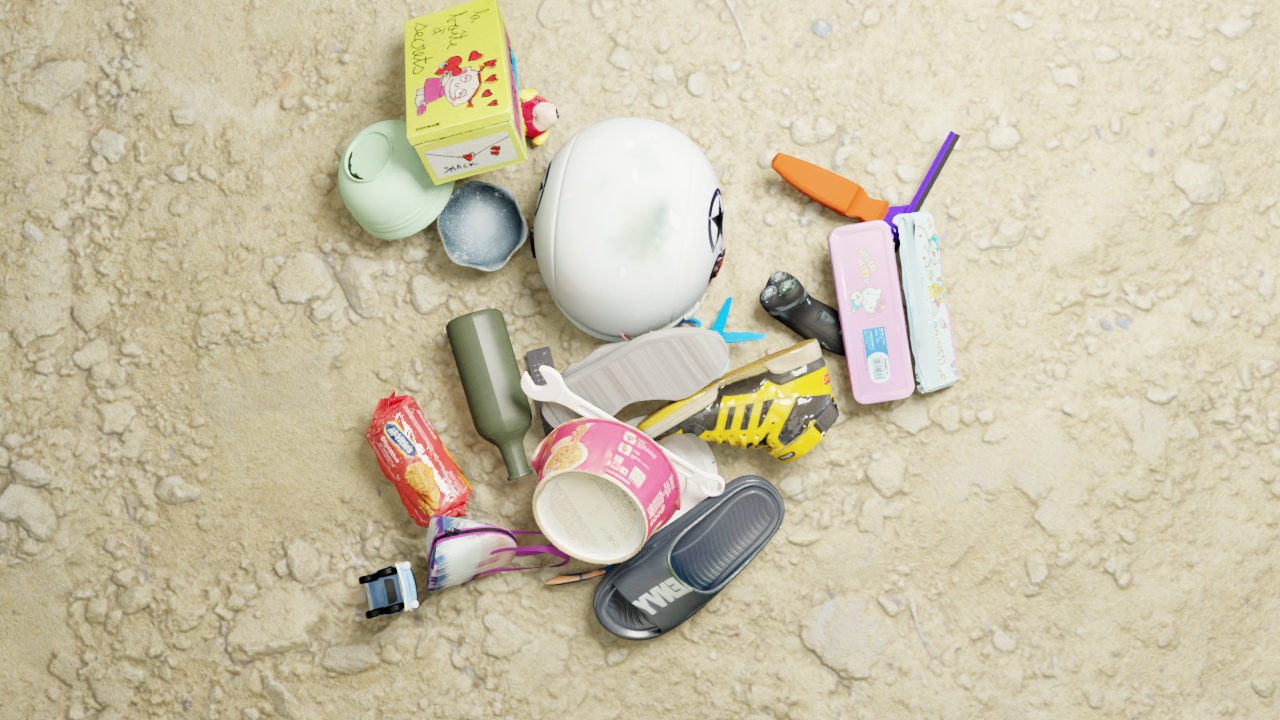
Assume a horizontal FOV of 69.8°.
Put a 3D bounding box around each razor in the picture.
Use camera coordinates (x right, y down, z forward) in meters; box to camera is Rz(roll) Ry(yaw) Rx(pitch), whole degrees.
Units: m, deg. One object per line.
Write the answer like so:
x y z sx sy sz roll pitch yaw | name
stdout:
0.209 -0.053 1.099 0.140 0.064 0.053 32 74 -7 | razor

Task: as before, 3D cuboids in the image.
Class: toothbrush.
-0.053 0.262 1.135 0.135 0.021 0.017 -16 71 1 | toothbrush

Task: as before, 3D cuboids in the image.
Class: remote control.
-0.111 0.052 1.142 0.032 0.015 0.136 -14 86 3 | remote control

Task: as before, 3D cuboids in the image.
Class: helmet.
-0.017 -0.153 1.066 0.236 0.163 0.264 12 91 5 | helmet

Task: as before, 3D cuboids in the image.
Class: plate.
0.017 0.146 1.133 0.157 0.014 0.157 0 90 4 | plate

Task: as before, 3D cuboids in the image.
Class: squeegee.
0.239 -0.198 1.101 0.184 0.055 0.250 25 99 -12 | squeegee

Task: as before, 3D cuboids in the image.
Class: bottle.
-0.176 0.043 1.119 0.071 0.071 0.207 -17 88 3 | bottle

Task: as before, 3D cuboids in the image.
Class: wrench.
-0.017 0.085 1.068 0.273 0.009 0.047 32 124 -10 | wrench

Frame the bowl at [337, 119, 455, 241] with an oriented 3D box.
-0.305 -0.228 1.103 0.151 0.077 0.150 -7 71 20 | bowl

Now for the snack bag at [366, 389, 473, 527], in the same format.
-0.274 0.125 1.123 0.082 0.082 0.176 -34 86 3 | snack bag

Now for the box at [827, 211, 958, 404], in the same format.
0.303 -0.063 1.080 0.149 0.051 0.214 -12 95 -14 | box

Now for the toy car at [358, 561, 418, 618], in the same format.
-0.295 0.274 1.097 0.054 0.154 0.056 -8 78 -33 | toy car

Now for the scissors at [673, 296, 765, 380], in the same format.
0.088 -0.027 1.106 0.125 0.014 0.130 -1 59 19 | scissors

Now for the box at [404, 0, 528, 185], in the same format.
-0.206 -0.320 1.069 0.124 0.082 0.220 -12 57 5 | box

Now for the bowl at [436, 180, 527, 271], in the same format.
-0.191 -0.162 1.129 0.110 0.055 0.110 0 90 3 | bowl

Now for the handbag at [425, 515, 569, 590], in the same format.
-0.168 0.229 1.099 0.169 0.145 0.068 2 56 -18 | handbag

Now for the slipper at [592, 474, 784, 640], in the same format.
0.066 0.246 1.090 0.268 0.083 0.110 -39 100 0 | slipper

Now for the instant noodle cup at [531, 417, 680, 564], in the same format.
-0.049 0.160 1.064 0.179 0.077 0.179 9 123 13 | instant noodle cup

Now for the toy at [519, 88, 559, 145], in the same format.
-0.169 -0.281 1.121 0.137 0.067 0.105 -32 50 -15 | toy

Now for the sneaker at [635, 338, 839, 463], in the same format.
0.123 0.074 1.092 0.239 0.086 0.122 -25 91 6 | sneaker

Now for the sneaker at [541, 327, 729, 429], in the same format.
-0.007 0.007 1.085 0.236 0.089 0.099 -21 118 18 | sneaker
